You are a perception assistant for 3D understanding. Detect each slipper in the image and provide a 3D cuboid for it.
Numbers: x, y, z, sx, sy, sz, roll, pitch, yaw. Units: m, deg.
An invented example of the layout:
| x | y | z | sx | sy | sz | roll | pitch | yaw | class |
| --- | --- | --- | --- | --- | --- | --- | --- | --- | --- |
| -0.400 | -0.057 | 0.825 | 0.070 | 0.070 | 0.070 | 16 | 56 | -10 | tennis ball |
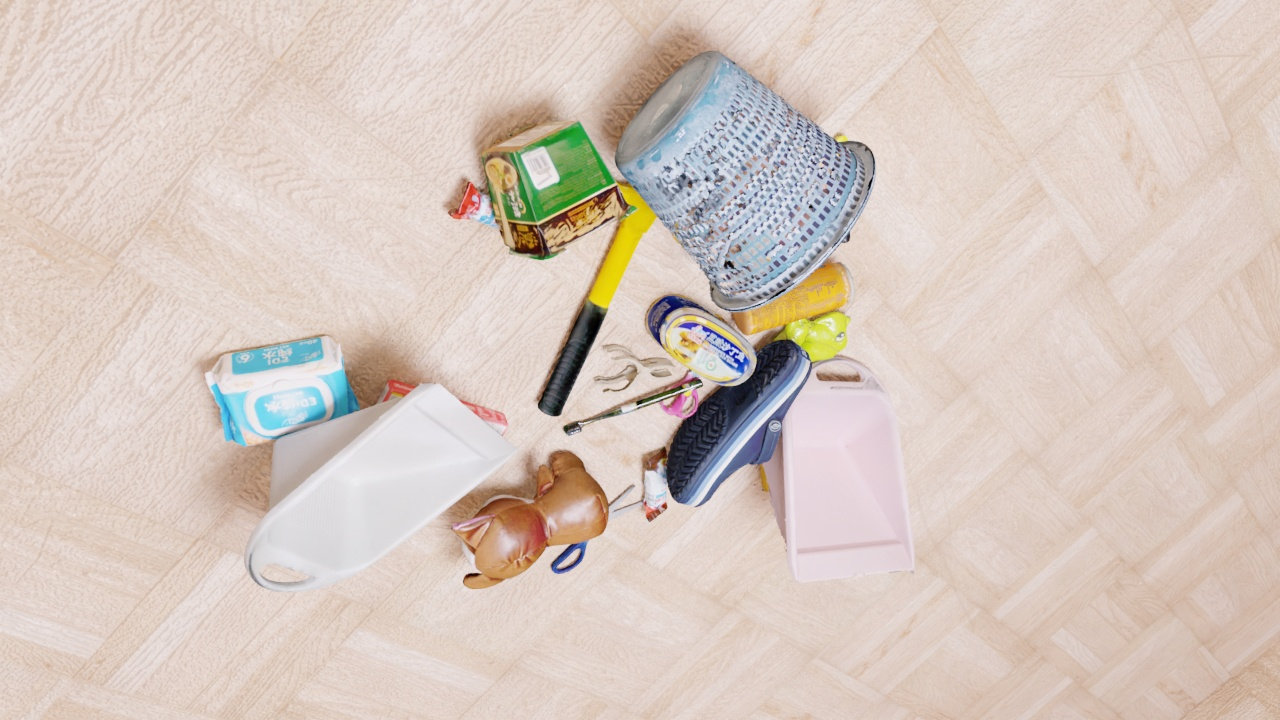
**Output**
| x | y | z | sx | sy | sz | roll | pitch | yaw | class |
| --- | --- | --- | --- | --- | --- | --- | --- | --- | --- |
| 0.132 | 0.085 | 1.180 | 0.095 | 0.105 | 0.253 | 34 | 101 | -24 | slipper |

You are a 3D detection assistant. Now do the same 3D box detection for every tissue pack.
| x | y | z | sx | sy | sz | roll | pitch | yaw | class |
| --- | --- | --- | --- | --- | --- | --- | --- | --- | --- |
| -0.374 | 0.034 | 0.966 | 0.140 | 0.063 | 0.090 | -12 | 126 | -16 | tissue pack |

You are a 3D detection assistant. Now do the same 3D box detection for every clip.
| x | y | z | sx | sy | sz | roll | pitch | yaw | class |
| --- | --- | --- | --- | --- | --- | --- | --- | --- | --- |
| -0.007 | 0.002 | 1.119 | 0.102 | 0.035 | 0.094 | -22 | 128 | -14 | clip |

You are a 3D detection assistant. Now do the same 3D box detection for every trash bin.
| x | y | z | sx | sy | sz | roll | pitch | yaw | class |
| --- | --- | --- | --- | --- | --- | --- | --- | --- | --- |
| 0.091 | -0.196 | 0.938 | 0.195 | 0.226 | 0.227 | 39 | 101 | -23 | trash bin |

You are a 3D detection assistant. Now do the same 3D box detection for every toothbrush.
| x | y | z | sx | sy | sz | roll | pitch | yaw | class |
| --- | --- | --- | --- | --- | --- | --- | --- | --- | --- |
| -0.008 | 0.059 | 1.155 | 0.186 | 0.017 | 0.012 | -19 | 109 | -4 | toothbrush |

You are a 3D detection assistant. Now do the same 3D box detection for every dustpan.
| x | y | z | sx | sy | sz | roll | pitch | yaw | class |
| --- | --- | --- | --- | --- | --- | --- | --- | --- | --- |
| -0.285 | 0.154 | 0.984 | 0.258 | 0.142 | 0.223 | -13 | 154 | 11 | dustpan |
| 0.273 | 0.141 | 1.215 | 0.222 | 0.273 | 0.139 | 0 | 143 | -34 | dustpan |

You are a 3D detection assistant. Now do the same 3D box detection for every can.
| x | y | z | sx | sy | sz | roll | pitch | yaw | class |
| --- | --- | --- | --- | --- | --- | --- | --- | --- | --- |
| 0.075 | -0.023 | 1.119 | 0.148 | 0.049 | 0.075 | 31 | 99 | -30 | can |
| 0.187 | -0.077 | 1.133 | 0.146 | 0.058 | 0.058 | -17 | 126 | -12 | can |

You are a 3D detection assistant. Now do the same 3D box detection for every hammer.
| x | y | z | sx | sy | sz | roll | pitch | yaw | class |
| --- | --- | --- | --- | --- | --- | --- | --- | --- | --- |
| -0.048 | -0.065 | 1.059 | 0.128 | 0.033 | 0.301 | 15 | 114 | -28 | hammer |

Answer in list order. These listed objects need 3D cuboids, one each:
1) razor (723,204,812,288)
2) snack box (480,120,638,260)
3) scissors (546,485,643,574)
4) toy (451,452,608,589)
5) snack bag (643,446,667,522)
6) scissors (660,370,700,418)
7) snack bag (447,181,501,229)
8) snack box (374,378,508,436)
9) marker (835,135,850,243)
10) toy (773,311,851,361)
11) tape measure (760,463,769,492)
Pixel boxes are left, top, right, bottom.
| x | y | z | sx | sy | sz | roll | pitch | yaw | class |
| --- | --- | --- | --- | --- | --- | --- | --- | --- | --- |
| 0.177 | -0.141 | 1.093 | 0.167 | 0.062 | 0.067 | -33 | 96 | -6 | razor |
| -0.091 | -0.174 | 0.907 | 0.118 | 0.118 | 0.106 | -34 | 117 | -24 | snack box |
| -0.076 | 0.226 | 1.249 | 0.155 | 0.012 | 0.166 | 14 | 113 | -30 | scissors |
| -0.141 | 0.198 | 1.140 | 0.199 | 0.130 | 0.140 | -31 | 129 | -29 | toy |
| 0.022 | 0.168 | 1.240 | 0.048 | 0.026 | 0.104 | -34 | 138 | -43 | snack bag |
| 0.071 | 0.015 | 1.172 | 0.054 | 0.017 | 0.133 | 20 | 108 | -23 | scissors |
| -0.148 | -0.153 | 0.963 | 0.105 | 0.026 | 0.045 | 17 | 106 | -34 | snack bag |
| -0.238 | 0.078 | 1.075 | 0.152 | 0.025 | 0.075 | 20 | 112 | -31 | snack box |
| 0.236 | -0.199 | 1.074 | 0.018 | 0.015 | 0.124 | -8 | 101 | -17 | marker |
| 0.225 | -0.028 | 1.198 | 0.100 | 0.031 | 0.097 | 22 | 114 | -28 | toy |
| 0.196 | 0.152 | 1.304 | 0.057 | 0.029 | 0.060 | -17 | 126 | -11 | tape measure |
